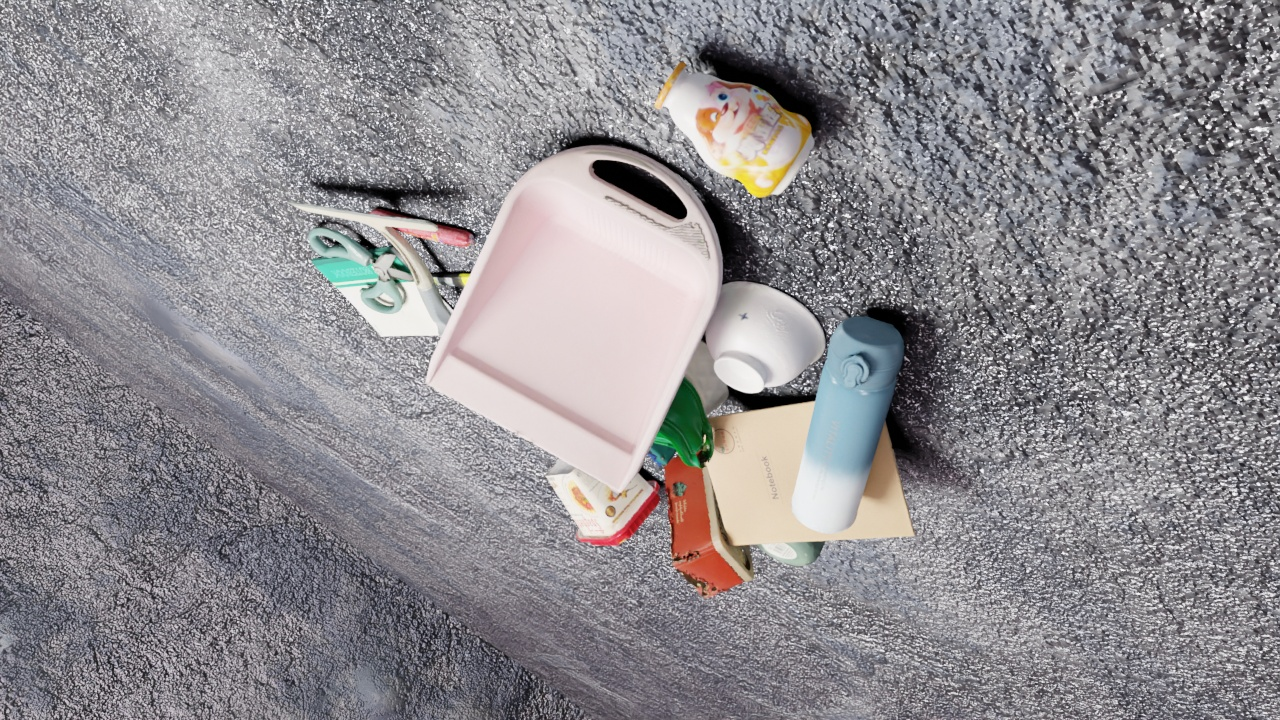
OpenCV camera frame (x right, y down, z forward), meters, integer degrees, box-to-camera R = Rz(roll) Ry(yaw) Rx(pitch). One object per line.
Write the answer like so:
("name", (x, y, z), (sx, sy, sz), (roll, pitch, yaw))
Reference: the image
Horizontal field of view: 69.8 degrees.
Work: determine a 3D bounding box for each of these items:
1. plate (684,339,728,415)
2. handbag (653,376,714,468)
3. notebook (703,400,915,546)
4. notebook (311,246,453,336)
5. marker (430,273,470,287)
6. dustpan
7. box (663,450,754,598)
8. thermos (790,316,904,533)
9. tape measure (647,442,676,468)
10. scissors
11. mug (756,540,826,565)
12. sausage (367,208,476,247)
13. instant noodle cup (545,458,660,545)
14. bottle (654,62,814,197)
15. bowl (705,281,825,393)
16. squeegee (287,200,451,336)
("plate", (-0.006, 0.006, 1.001), (0.205, 0.045, 0.205), (23, 151, 13))
("handbag", (0.006, 0.061, 0.956), (0.131, 0.067, 0.120), (6, 145, 39))
("notebook", (0.160, 0.116, 0.930), (0.208, 0.008, 0.148), (-12, 98, 36))
("notebook", (-0.331, -0.086, 1.205), (0.210, 0.012, 0.150), (0, 139, 44))
("marker", (-0.213, -0.095, 1.072), (0.124, 0.015, 0.018), (6, 143, 44))
("dustpan", (-0.056, -0.042, 0.805), (0.222, 0.273, 0.139), (26, 178, 3))
("box", (0.072, 0.189, 1.078), (0.079, 0.168, 0.091), (-27, 125, 18))
("thermos", (0.181, 0.060, 0.815), (0.070, 0.070, 0.221), (20, 132, 19))
("tape measure", (0.025, 0.092, 1.099), (0.054, 0.058, 0.025), (40, 152, -9))
("scissors", (-0.334, -0.102, 1.149), (0.174, 0.019, 0.178), (18, 147, 25))
("mug", (0.166, 0.156, 1.013), (0.111, 0.106, 0.082), (44, 151, -23))
("sausage", (-0.244, -0.146, 1.011), (0.156, 0.020, 0.020), (17, 150, 25))
("instant noodle cup", (-0.057, 0.179, 1.277), (0.124, 0.116, 0.117), (52, 148, -15))
("bottle", (0.064, -0.162, 0.634), (0.108, 0.063, 0.063), (32, 153, -4))
("bowl", (0.104, -0.010, 0.846), (0.118, 0.064, 0.118), (23, 152, 13))
("squeegee", (-0.255, -0.089, 1.058), (0.247, 0.039, 0.247), (13, 144, 37))
